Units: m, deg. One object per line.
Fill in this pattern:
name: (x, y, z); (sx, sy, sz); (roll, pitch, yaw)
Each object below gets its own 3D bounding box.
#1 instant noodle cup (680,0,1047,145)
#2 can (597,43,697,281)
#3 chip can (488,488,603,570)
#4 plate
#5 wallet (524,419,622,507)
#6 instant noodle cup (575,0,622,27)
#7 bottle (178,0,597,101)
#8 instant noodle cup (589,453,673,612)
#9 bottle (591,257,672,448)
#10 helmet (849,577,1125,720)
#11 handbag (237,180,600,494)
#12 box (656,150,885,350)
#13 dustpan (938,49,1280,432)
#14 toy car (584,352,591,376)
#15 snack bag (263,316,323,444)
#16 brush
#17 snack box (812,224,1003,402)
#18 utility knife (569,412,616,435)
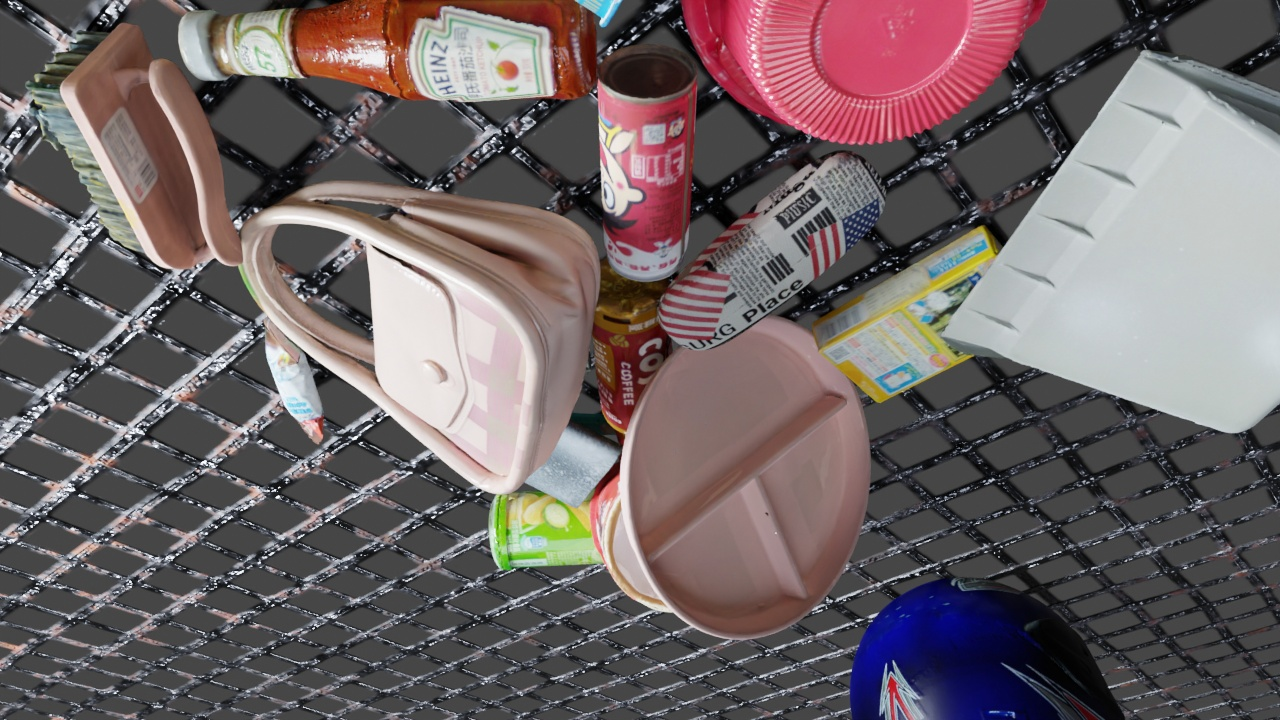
instant noodle cup: (0.117, -0.178, 0.450); (0.194, 0.065, 0.194); (-2, 139, -2)
can: (0.003, -0.110, 0.532); (0.053, 0.053, 0.133); (-1, 140, -1)
chip can: (-0.023, 0.146, 0.819); (0.221, 0.072, 0.073); (-3, 140, 0)
plate: (0.078, 0.081, 0.657); (0.229, 0.229, 0.028); (28, 165, -31)
wallet: (-0.076, 0.075, 0.739); (0.097, 0.019, 0.121); (28, 145, -5)
instant noodle cup: (-0.044, -0.212, 0.386); (0.110, 0.099, 0.099); (22, 135, -15)
bottle: (-0.126, -0.161, 0.463); (0.206, 0.059, 0.060); (0, 140, 3)
instant noodle cup: (0.024, 0.133, 0.727); (0.138, 0.138, 0.108); (-3, 180, 1)
bottle: (-0.004, 0.004, 0.662); (0.057, 0.057, 0.175); (-4, 140, 2)
helmet: (0.368, 0.361, 0.952); (0.315, 0.239, 0.248); (32, 129, -20)
handbag: (-0.148, -0.028, 0.588); (0.234, 0.093, 0.194); (23, 139, 5)
box: (0.079, -0.068, 0.578); (0.164, 0.051, 0.068); (-37, 149, 11)
dustpan: (0.373, -0.071, 0.604); (0.258, 0.142, 0.223); (27, 130, 4)
toy car: (-0.060, -0.021, 0.649); (0.043, 0.034, 0.091); (-5, 138, 7)
snack bag: (-0.256, 0.016, 0.681); (0.026, 0.048, 0.104); (-34, 151, -27)
brush: (-0.272, -0.107, 0.515); (0.073, 0.063, 0.146); (8, 140, 4)
snack box: (0.205, -0.028, 0.654); (0.141, 0.033, 0.087); (-30, 132, 31)
utility knife: (-0.020, 0.054, 0.754); (0.218, 0.013, 0.029); (3, 142, -6)
